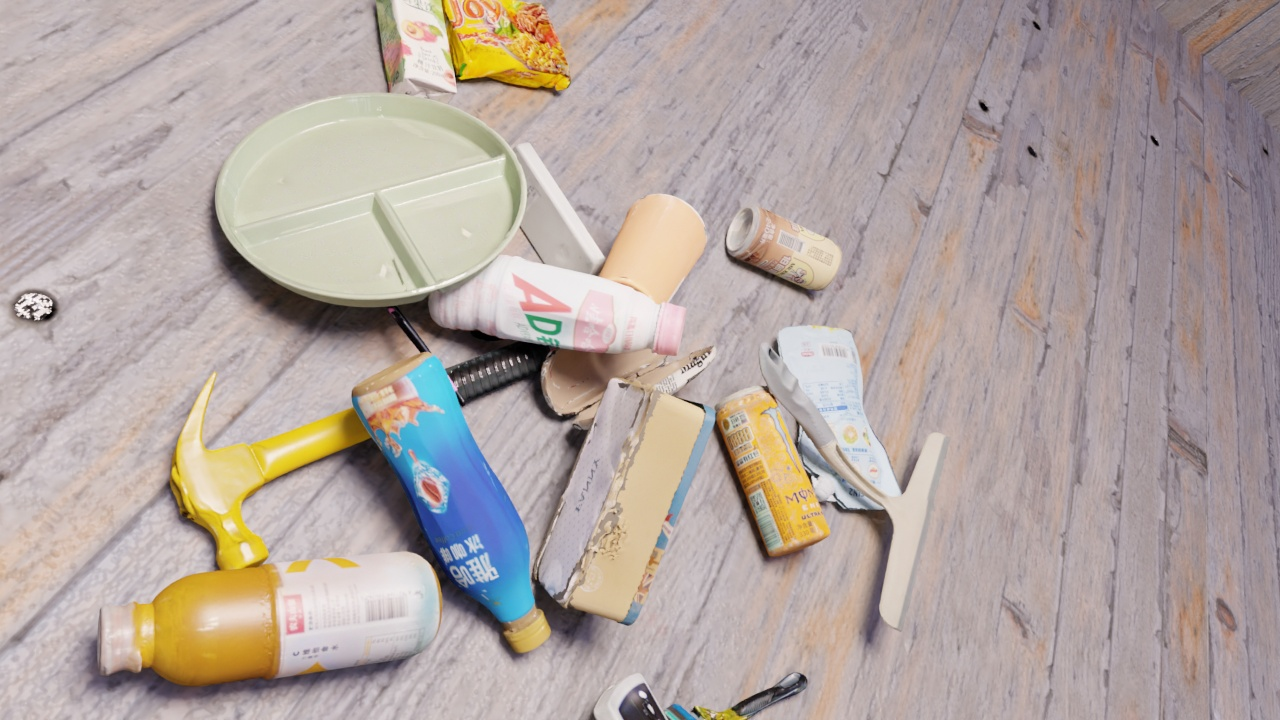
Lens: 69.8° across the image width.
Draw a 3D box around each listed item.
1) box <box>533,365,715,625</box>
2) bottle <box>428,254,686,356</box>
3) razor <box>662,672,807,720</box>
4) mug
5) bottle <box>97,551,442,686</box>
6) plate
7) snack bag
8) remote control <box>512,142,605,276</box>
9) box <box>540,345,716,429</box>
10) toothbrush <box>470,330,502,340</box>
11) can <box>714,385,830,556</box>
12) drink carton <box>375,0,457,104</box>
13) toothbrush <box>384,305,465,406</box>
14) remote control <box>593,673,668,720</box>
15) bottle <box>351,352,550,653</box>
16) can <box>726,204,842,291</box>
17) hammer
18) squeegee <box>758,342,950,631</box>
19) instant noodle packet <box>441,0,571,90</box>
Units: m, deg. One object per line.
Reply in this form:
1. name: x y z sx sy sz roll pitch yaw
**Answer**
1. box: -0.012 0.094 0.673 0.062 0.090 0.184 26 87 -23
2. bottle: -0.064 -0.042 0.724 0.197 0.068 0.068 11 53 4
3. razor: 0.081 0.273 0.723 0.142 0.022 0.043 -5 23 -40
4. mug: 0.005 -0.080 0.796 0.078 0.078 0.122 37 44 -11
5. bottle: -0.218 0.156 0.554 0.189 0.068 0.068 2 63 -33
6. plate: -0.203 -0.127 0.710 0.230 0.028 0.229 5 51 -7
7. snack bag: 0.197 0.057 0.918 0.110 0.039 0.190 8 62 -33
8. remote control: -0.083 -0.126 0.823 0.019 0.056 0.135 -27 80 -44
9. box: -0.004 0.005 0.779 0.161 0.086 0.076 -29 120 -46
10. toothbrush: -0.063 -0.027 0.807 0.189 0.014 0.016 -2 43 -35
11. can: 0.117 0.099 0.824 0.058 0.058 0.146 -6 68 -37
12. drink carton: -0.207 -0.288 0.841 0.053 0.046 0.122 4 62 -39
13. toothbrush: -0.186 -0.033 0.695 0.017 0.014 0.189 -26 63 -30
14. remote control: 0.020 0.297 0.652 0.150 0.021 0.058 59 23 8
15. bottle: -0.122 0.103 0.633 0.065 0.065 0.219 -35 103 -42
16. can: 0.153 -0.119 0.977 0.116 0.059 0.058 20 54 -24
17. hammer: -0.187 0.038 0.671 0.299 0.033 0.128 -23 80 -41
18. squeegee: 0.179 0.078 0.848 0.246 0.039 0.245 46 46 -15
19. instant noodle packet: -0.140 -0.320 0.908 0.128 0.044 0.110 -7 63 -36
